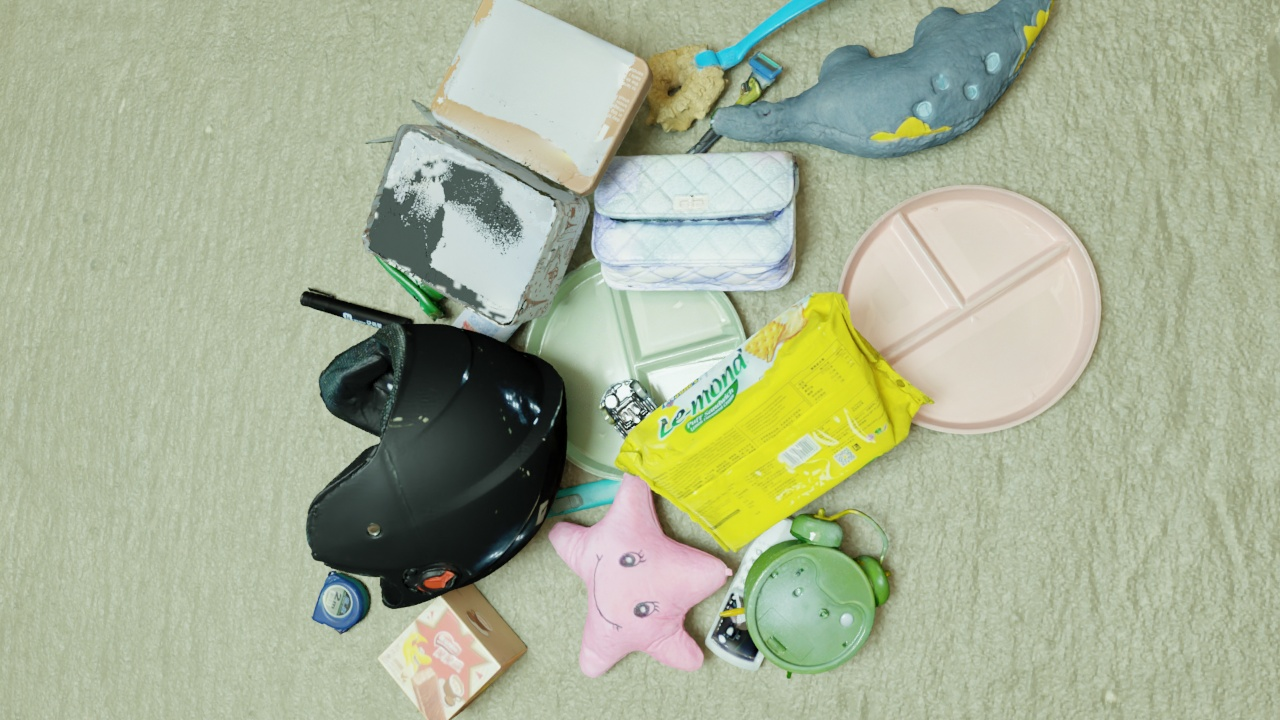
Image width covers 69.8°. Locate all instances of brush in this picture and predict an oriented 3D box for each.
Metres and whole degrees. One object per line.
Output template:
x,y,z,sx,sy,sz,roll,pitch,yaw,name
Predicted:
0.105,-0.307,0.881,0.255,0.045,0.083,-28,71,22,brush

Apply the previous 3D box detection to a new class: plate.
-0.005,0.005,0.914,0.230,0.027,0.230,-1,86,13,plate
0.298,-0.047,0.847,0.230,0.028,0.229,-1,86,12,plate

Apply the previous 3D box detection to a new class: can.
-0.141,-0.054,0.927,0.053,0.053,0.135,46,107,11,can

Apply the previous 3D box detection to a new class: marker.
-0.307,-0.053,0.992,0.132,0.020,0.022,16,74,14,marker

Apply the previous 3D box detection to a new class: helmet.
-0.185,0.097,0.851,0.230,0.233,0.275,-1,124,-13,helmet

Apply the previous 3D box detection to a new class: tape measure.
-0.316,0.257,0.973,0.054,0.025,0.058,21,95,12,tape measure

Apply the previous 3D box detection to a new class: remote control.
0.116,0.220,0.877,0.058,0.021,0.150,24,92,13,remote control

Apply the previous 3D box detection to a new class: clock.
0.160,0.206,0.835,0.116,0.056,0.161,44,90,-8,clock

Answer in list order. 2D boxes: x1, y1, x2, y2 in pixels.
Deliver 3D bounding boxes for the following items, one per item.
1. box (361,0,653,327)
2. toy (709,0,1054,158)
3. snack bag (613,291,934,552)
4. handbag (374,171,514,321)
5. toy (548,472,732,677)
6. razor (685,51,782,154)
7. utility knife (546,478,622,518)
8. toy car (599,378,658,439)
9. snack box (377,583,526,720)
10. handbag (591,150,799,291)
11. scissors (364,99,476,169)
-0.123,-0.184,0.829,0.178,0.088,0.262,30,108,12,box
0.242,-0.255,0.841,0.357,0.091,0.137,-21,71,9,toy
0.119,0.064,0.810,0.247,0.068,0.158,-39,116,16,snack bag
-0.203,-0.121,0.946,0.131,0.068,0.120,-39,79,8,handbag
0.002,0.203,0.875,0.179,0.074,0.194,-14,84,20,toy
0.085,-0.239,0.911,0.143,0.022,0.042,-48,44,11,razor
-0.083,0.146,0.931,0.193,0.013,0.029,-15,83,12,utility knife
0.006,0.064,0.876,0.049,0.031,0.105,-40,90,7,toy car
-0.186,0.292,0.914,0.094,0.077,0.093,-45,78,6,snack box
0.053,-0.137,0.871,0.194,0.076,0.134,0,64,8,handbag
-0.199,-0.231,0.947,0.177,0.014,0.159,-7,46,2,scissors
